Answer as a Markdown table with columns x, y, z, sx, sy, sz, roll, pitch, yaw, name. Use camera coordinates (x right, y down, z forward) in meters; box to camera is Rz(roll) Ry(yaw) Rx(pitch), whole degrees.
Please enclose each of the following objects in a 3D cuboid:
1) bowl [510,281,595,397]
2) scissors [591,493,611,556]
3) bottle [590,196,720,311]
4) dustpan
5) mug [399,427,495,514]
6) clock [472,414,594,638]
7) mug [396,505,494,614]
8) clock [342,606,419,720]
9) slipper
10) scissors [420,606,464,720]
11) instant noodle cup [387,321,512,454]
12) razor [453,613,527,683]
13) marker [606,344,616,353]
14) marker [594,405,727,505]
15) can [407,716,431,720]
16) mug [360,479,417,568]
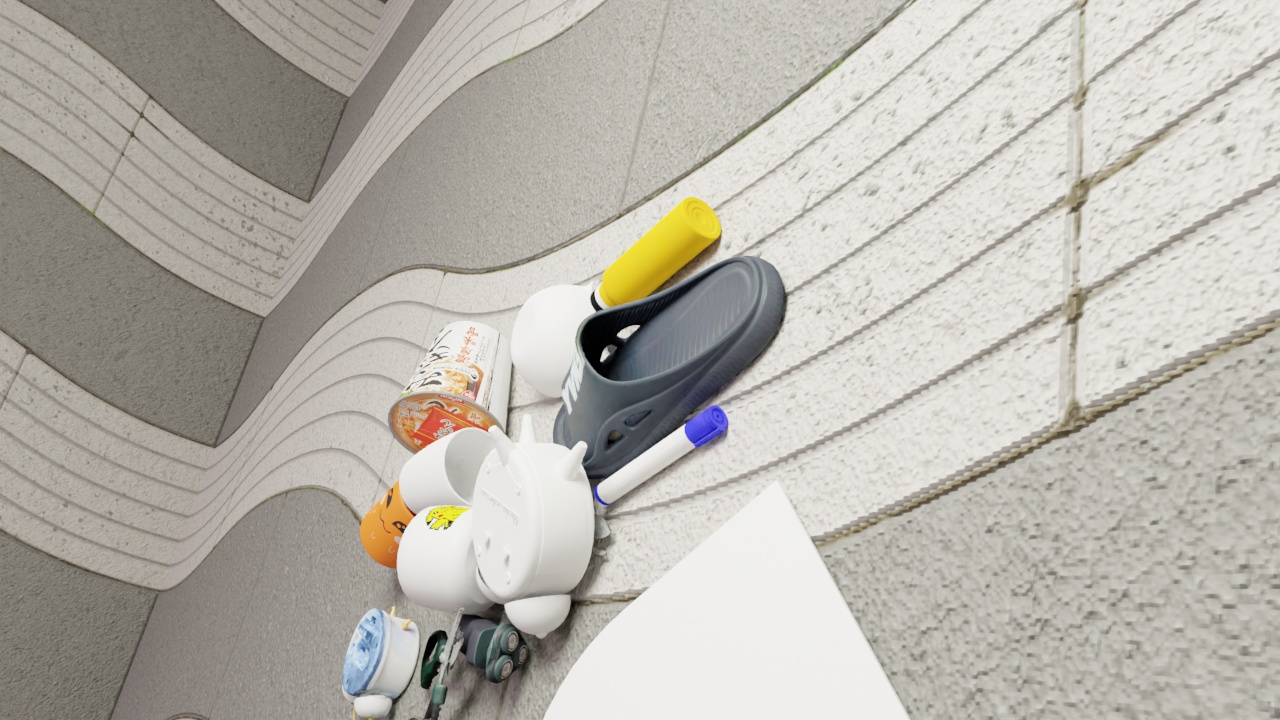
| x | y | z | sx | sy | sz | roll | pitch | yaw | name |
| --- | --- | --- | --- | --- | --- | --- | --- | --- | --- |
| -0.093 | -0.024 | 0.903 | 0.115 | 0.050 | 0.114 | -39 | 43 | 49 | bowl |
| -0.065 | 0.127 | 0.790 | 0.126 | 0.019 | 0.154 | -48 | 40 | 38 | scissors |
| 0.008 | -0.086 | 0.808 | 0.144 | 0.043 | 0.043 | -37 | 40 | 40 | bottle |
| 0.036 | 0.228 | 0.555 | 0.258 | 0.053 | 0.191 | -43 | 34 | 14 | dustpan |
| -0.188 | 0.134 | 0.928 | 0.088 | 0.080 | 0.114 | -23 | 78 | 39 | mug |
| -0.097 | 0.133 | 0.748 | 0.125 | 0.072 | 0.161 | 18 | 102 | 57 | clock |
| -0.160 | 0.176 | 0.837 | 0.068 | 0.115 | 0.094 | 1 | 108 | 26 | mug |
| -0.277 | 0.323 | 0.959 | 0.089 | 0.052 | 0.125 | 5 | 73 | 59 | clock |
| -0.004 | 0.004 | 0.724 | 0.269 | 0.083 | 0.110 | -39 | 40 | 36 | slipper |
| -0.180 | 0.265 | 0.832 | 0.137 | 0.015 | 0.210 | -101 | 29 | -54 | scissors |
| -0.193 | 0.030 | 0.986 | 0.124 | 0.123 | 0.121 | -39 | 30 | 39 | instant noodle cup |
| -0.139 | 0.244 | 0.800 | 0.143 | 0.052 | 0.047 | -11 | 65 | 61 | razor |
| -0.041 | -0.027 | 0.878 | 0.011 | 0.011 | 0.152 | -61 | 29 | 8 | marker |
| 0.013 | 0.076 | 0.704 | 0.142 | 0.020 | 0.020 | -39 | 39 | 39 | marker |
| -0.155 | 0.335 | 0.728 | 0.090 | 0.074 | 0.089 | -39 | 40 | 41 | can |
| -0.240 | 0.185 | 0.993 | 0.096 | 0.077 | 0.112 | -42 | 67 | 35 | mug |
